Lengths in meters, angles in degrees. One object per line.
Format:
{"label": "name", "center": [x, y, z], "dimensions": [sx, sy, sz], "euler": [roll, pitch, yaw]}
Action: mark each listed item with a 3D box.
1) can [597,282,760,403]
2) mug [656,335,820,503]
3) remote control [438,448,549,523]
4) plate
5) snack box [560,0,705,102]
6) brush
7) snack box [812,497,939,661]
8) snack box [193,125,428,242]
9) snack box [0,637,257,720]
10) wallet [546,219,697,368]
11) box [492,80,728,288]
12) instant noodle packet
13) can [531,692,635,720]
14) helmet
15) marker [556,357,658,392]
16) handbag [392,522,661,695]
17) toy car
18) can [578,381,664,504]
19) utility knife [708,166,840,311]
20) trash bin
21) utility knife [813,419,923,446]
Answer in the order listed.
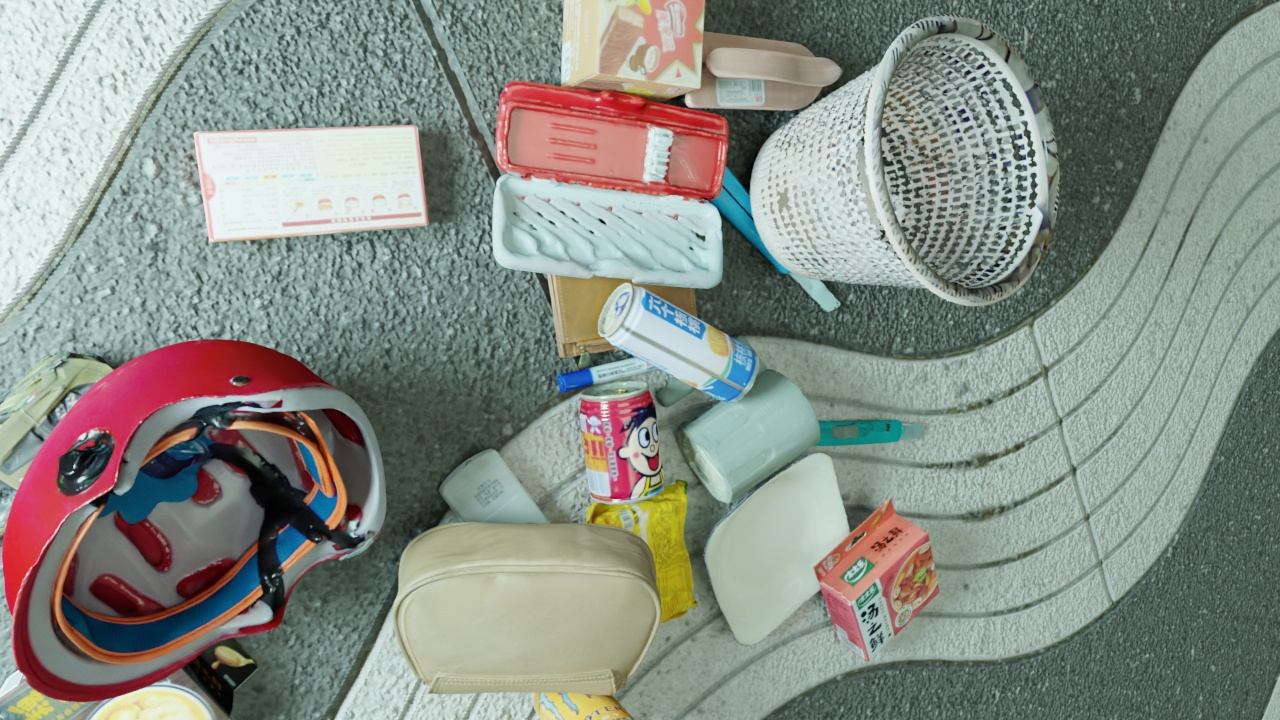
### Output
{"label": "can", "center": [0.033, -0.014, 0.771], "dimensions": [0.134, 0.053, 0.053], "euler": [27, 84, -24]}
{"label": "mug", "center": [0.086, 0.053, 0.837], "dimensions": [0.103, 0.084, 0.124], "euler": [-33, 82, -18]}
{"label": "remote control", "center": [-0.107, 0.145, 0.778], "dimensions": [0.058, 0.021, 0.150], "euler": [-38, 110, -14]}
{"label": "plate", "center": [0.127, 0.174, 0.872], "dimensions": [0.163, 0.034, 0.164], "euler": [-33, 123, -21]}
{"label": "snack box", "center": [-0.006, -0.268, 0.748], "dimensions": [0.094, 0.077, 0.093], "euler": [0, 95, -26]}
{"label": "brush", "center": [0.104, -0.252, 0.807], "dimensions": [0.145, 0.073, 0.063], "euler": [-5, 97, -27]}
{"label": "snack box", "center": [0.240, 0.221, 0.921], "dimensions": [0.113, 0.044, 0.127], "euler": [-37, 129, -17]}
{"label": "snack box", "center": [-0.240, -0.132, 0.680], "dimensions": [0.155, 0.027, 0.077], "euler": [-8, 99, -25]}
{"label": "snack box", "center": [-0.362, 0.233, 0.654], "dimensions": [0.125, 0.053, 0.113], "euler": [-37, 110, -12]}
{"label": "wallet", "center": [-0.014, -0.056, 0.792], "dimensions": [0.130, 0.035, 0.119], "euler": [-10, 101, -23]}
{"label": "box", "center": [-0.022, -0.143, 0.762], "dimensions": [0.200, 0.050, 0.160], "euler": [4, 86, -20]}
{"label": "instant noodle packet", "center": [-0.001, 0.177, 0.820], "dimensions": [0.110, 0.044, 0.128], "euler": [-11, 104, -31]}
{"label": "can", "center": [-0.041, 0.301, 0.758], "dimensions": [0.058, 0.146, 0.058], "euler": [-3, 97, -26]}
{"label": "helmet", "center": [-0.301, 0.086, 0.600], "dimensions": [0.239, 0.144, 0.207], "euler": [-40, 146, -18]}
{"label": "marker", "center": [-0.005, 0.005, 0.810], "dimensions": [0.145, 0.017, 0.017], "euler": [-13, 101, -27]}
{"label": "handbag", "center": [-0.089, 0.195, 0.729], "dimensions": [0.204, 0.099, 0.148], "euler": [4, 117, -8]}
{"label": "toy car", "center": [-0.413, 0.061, 0.613], "dimensions": [0.158, 0.042, 0.070], "euler": [-47, 112, -11]}
{"label": "can", "center": [-0.017, 0.069, 0.788], "dimensions": [0.066, 0.066, 0.094], "euler": [-12, 100, -24]}
{"label": "utility knife", "center": [0.123, -0.113, 0.862], "dimensions": [0.208, 0.018, 0.034], "euler": [41, 77, -25]}
{"label": "trash bin", "center": [0.209, -0.153, 0.790], "dimensions": [0.227, 0.192, 0.227], "euler": [1, 88, -32]}
{"label": "utility knife", "center": [0.219, 0.072, 0.931], "dimensions": [0.178, 0.013, 0.029], "euler": [0, 97, -26]}
